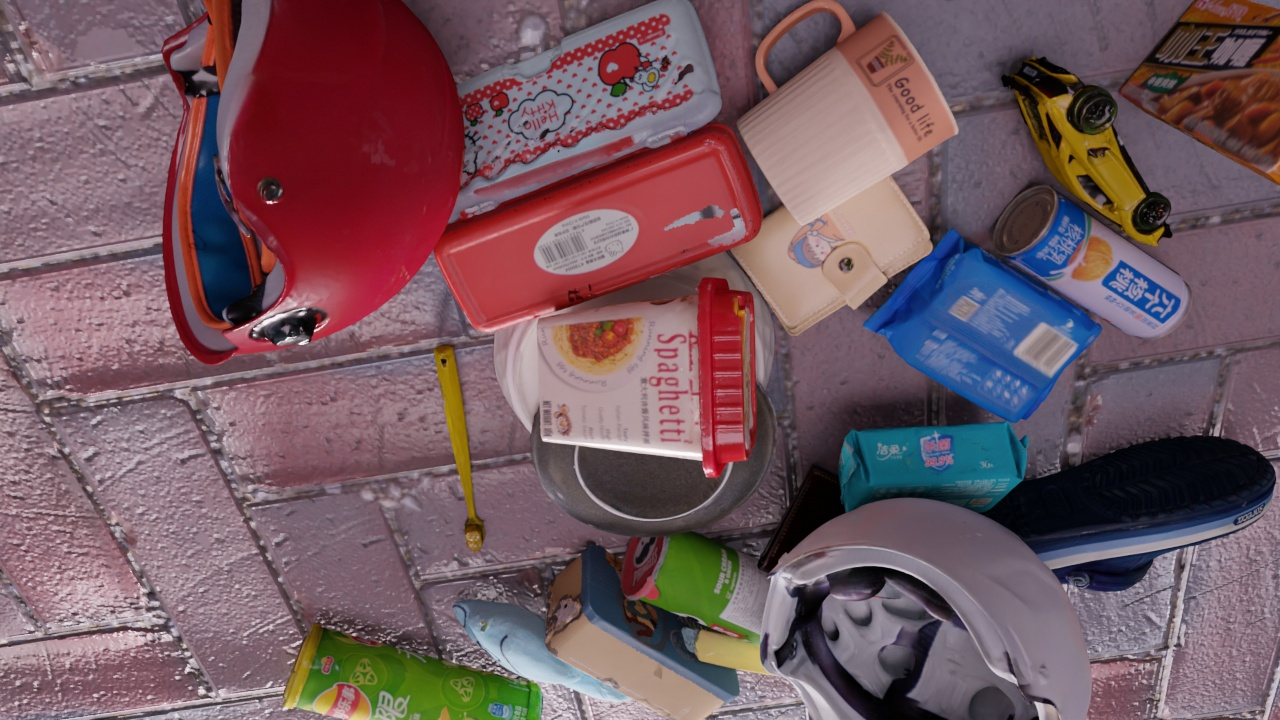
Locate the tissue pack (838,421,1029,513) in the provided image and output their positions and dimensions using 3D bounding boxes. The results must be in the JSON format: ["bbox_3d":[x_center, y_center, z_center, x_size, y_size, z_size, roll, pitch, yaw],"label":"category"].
[{"bbox_3d":[0.217,0.083,0.691,0.133,0.050,0.093,-2,155,2],"label":"tissue pack"}]

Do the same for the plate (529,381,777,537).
[{"bbox_3d":[0.010,0.065,0.657,0.179,0.024,0.180,-1,122,-1],"label":"plate"}]

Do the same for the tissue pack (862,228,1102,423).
[{"bbox_3d":[0.242,-0.023,0.650,0.157,0.052,0.095,27,114,-17],"label":"tissue pack"}]

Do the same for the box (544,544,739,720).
[{"bbox_3d":[0.006,0.237,0.776,0.184,0.089,0.062,33,114,-23],"label":"box"}]

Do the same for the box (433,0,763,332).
[{"bbox_3d":[-0.040,-0.113,0.557,0.201,0.058,0.161,-18,101,14],"label":"box"}]

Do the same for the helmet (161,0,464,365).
[{"bbox_3d":[-0.183,-0.107,0.514,0.143,0.206,0.241,-4,147,-35],"label":"helmet"}]

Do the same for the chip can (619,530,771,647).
[{"bbox_3d":[0.101,0.205,0.769,0.236,0.072,0.072,26,116,-17],"label":"chip can"}]

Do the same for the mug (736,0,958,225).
[{"bbox_3d":[0.115,-0.156,0.556,0.106,0.081,0.114,-32,90,17],"label":"mug"}]

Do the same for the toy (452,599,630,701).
[{"bbox_3d":[-0.085,0.248,0.780,0.161,0.049,0.156,18,158,25],"label":"toy"}]

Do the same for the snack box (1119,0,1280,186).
[{"bbox_3d":[0.341,-0.156,0.515,0.026,0.153,0.075,25,116,-17],"label":"snack box"}]

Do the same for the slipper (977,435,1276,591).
[{"bbox_3d":[0.365,0.136,0.718,0.253,0.105,0.095,-16,113,10],"label":"slipper"}]

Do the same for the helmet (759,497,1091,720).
[{"bbox_3d":[0.213,0.202,0.665,0.229,0.145,0.259,13,133,41],"label":"helmet"}]

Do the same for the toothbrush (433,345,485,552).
[{"bbox_3d":[-0.140,0.074,0.712,0.015,0.016,0.190,-3,121,-1],"label":"toothbrush"}]

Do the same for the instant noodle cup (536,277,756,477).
[{"bbox_3d":[0.006,0.009,0.567,0.124,0.116,0.116,-2,94,11],"label":"instant noodle cup"}]

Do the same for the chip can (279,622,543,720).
[{"bbox_3d":[-0.196,0.296,0.811,0.221,0.072,0.073,20,118,-14],"label":"chip can"}]

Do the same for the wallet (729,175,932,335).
[{"bbox_3d":[0.129,-0.076,0.618,0.115,0.024,0.087,-34,97,16],"label":"wallet"}]

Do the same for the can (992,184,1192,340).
[{"bbox_3d":[0.310,-0.065,0.627,0.134,0.053,0.053,27,116,-17],"label":"can"}]

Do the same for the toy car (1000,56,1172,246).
[{"bbox_3d":[0.284,-0.127,0.578,0.041,0.071,0.156,-39,116,17],"label":"toy car"}]

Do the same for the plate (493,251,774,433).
[{"bbox_3d":[-0.004,0.004,0.660,0.205,0.045,0.205,-1,121,-2],"label":"plate"}]

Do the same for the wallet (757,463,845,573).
[{"bbox_3d":[0.168,0.151,0.752,0.122,0.020,0.096,27,89,-17],"label":"wallet"}]

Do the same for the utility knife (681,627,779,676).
[{"bbox_3d":[0.092,0.252,0.793,0.018,0.030,0.167,-14,151,38],"label":"utility knife"}]
